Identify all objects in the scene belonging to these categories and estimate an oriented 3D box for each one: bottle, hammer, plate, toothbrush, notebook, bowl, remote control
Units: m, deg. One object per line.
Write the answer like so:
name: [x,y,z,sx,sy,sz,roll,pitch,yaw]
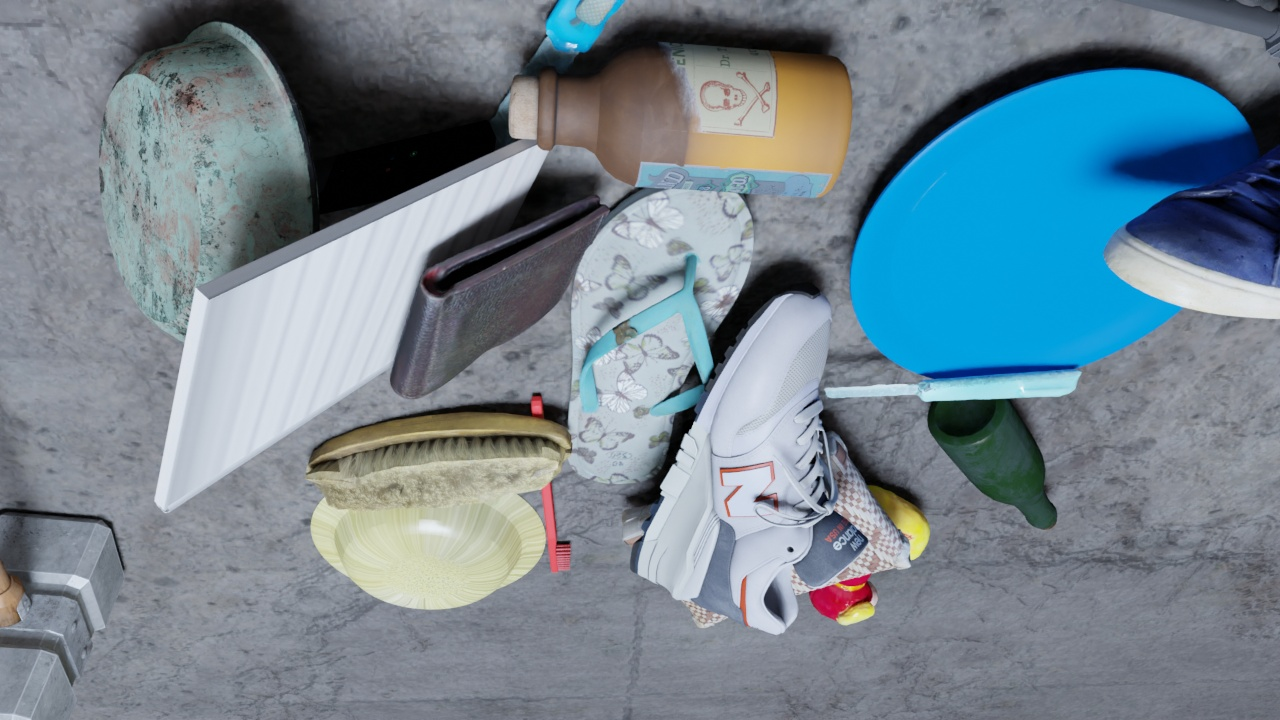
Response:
bottle: [0.016,-0.117,0.441,0.157,0.067,0.068,2,135,-6]
hammer: [-0.420,0.118,0.582,0.083,0.162,0.319,7,134,-12]
plate: [-0.169,0.156,0.727,0.184,0.036,0.185,-2,135,-2]
toothbrush: [-0.065,0.101,0.695,0.018,0.012,0.213,-2,135,-2]
notebook: [-0.127,-0.025,0.431,0.009,0.209,0.143,41,131,6]
hammer: [0.162,-0.167,0.396,0.325,0.095,0.015,9,165,-9]
bowl: [-0.203,-0.073,0.414,0.038,0.157,0.158,-13,151,-47]
bottle: [0.268,0.079,0.667,0.055,0.055,0.174,-29,132,23]
remote control: [-0.148,-0.094,0.472,0.150,0.034,0.013,-10,135,10]
plate: [0.232,-0.070,0.532,0.224,0.024,0.225,-2,136,-2]

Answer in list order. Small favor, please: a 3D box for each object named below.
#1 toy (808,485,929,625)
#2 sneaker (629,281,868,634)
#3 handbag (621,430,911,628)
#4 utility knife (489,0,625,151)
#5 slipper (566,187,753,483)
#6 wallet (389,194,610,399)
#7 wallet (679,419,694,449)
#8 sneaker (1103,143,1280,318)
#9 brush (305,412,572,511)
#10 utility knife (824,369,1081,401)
toy: [0.169,0.156,0.736,0.105,0.067,0.138,10,126,-4]
sneaker: [0.090,0.078,0.576,0.124,0.088,0.240,36,121,19]
handbag: [0.092,0.130,0.684,0.186,0.046,0.124,-25,118,25]
utility knife: [-0.014,-0.173,0.421,0.031,0.015,0.222,27,130,-23]
slipper: [-0.003,0.003,0.574,0.098,0.054,0.270,11,135,-8]
wallet: [-0.077,-0.036,0.487,0.031,0.119,0.100,50,144,9]
wallet: [0.068,0.087,0.689,0.091,0.018,0.116,0,137,-5]
sneaker: [0.342,-0.101,0.433,0.232,0.091,0.119,-9,131,-19]
brush: [-0.143,0.071,0.633,0.195,0.043,0.059,-7,135,11]
utility knife: [0.200,0.019,0.590,0.166,0.015,0.022,-3,135,-4]
